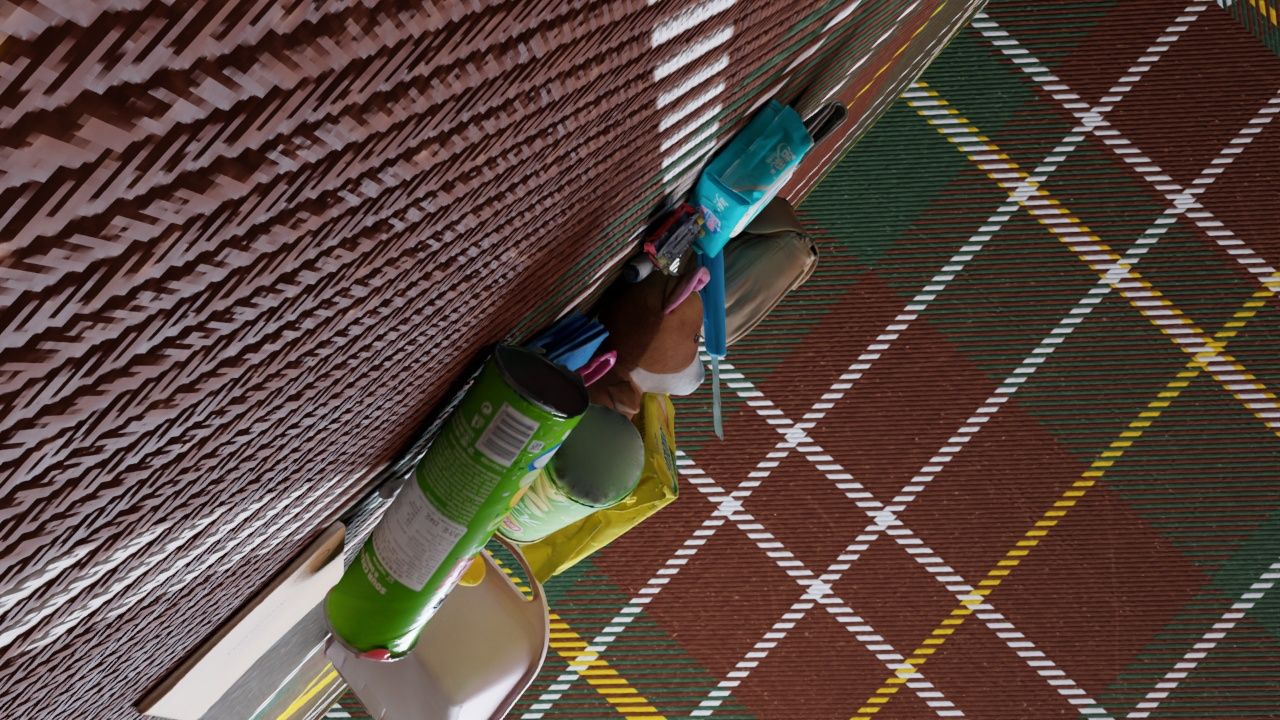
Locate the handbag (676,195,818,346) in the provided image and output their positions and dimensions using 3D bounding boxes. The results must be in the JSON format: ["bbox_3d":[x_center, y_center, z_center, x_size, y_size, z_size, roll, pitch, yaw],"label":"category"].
[{"bbox_3d":[0.099,-0.103,0.934,0.148,0.100,0.204,-39,-164,15],"label":"handbag"}]

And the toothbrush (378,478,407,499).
[{"bbox_3d":[-0.164,0.089,0.692,0.016,0.016,0.180,-51,175,0],"label":"toothbrush"}]

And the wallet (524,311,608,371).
[{"bbox_3d":[-0.089,0.026,0.704,0.133,0.040,0.106,-48,173,30],"label":"wallet"}]

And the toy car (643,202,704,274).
[{"bbox_3d":[0.024,-0.097,0.709,0.049,0.031,0.106,-48,178,3],"label":"toy car"}]

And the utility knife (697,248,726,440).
[{"bbox_3d":[0.065,-0.038,0.821,0.018,0.218,0.034,-2,176,-22],"label":"utility knife"}]

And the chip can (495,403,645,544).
[{"bbox_3d":[-0.064,0.092,0.698,0.072,0.072,0.222,-46,-178,-27],"label":"chip can"}]

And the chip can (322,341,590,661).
[{"bbox_3d":[-0.123,0.095,0.597,0.236,0.072,0.072,-53,175,22],"label":"chip can"}]

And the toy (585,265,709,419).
[{"bbox_3d":[-0.005,0.005,0.810,0.199,0.130,0.140,-62,-161,-5],"label":"toy"}]

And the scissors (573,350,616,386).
[{"bbox_3d":[-0.069,0.034,0.668,0.134,0.017,0.133,-34,165,2],"label":"scissors"}]

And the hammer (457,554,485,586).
[{"bbox_3d":[-0.135,0.114,0.944,0.129,0.033,0.299,-10,-148,41],"label":"hammer"}]

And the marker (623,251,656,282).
[{"bbox_3d":[0.017,-0.095,0.798,0.130,0.018,0.023,-43,150,-59],"label":"marker"}]

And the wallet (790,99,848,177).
[{"bbox_3d":[0.125,-0.188,0.869,0.106,0.037,0.130,-45,-172,-30],"label":"wallet"}]

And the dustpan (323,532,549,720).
[{"bbox_3d":[-0.213,0.314,1.012,0.138,0.222,0.274,-28,158,-42],"label":"dustpan"}]

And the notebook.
[{"bbox_3d":[-0.260,0.185,0.626,0.147,0.008,0.208,-46,177,-28],"label":"notebook"}]

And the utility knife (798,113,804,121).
[{"bbox_3d":[0.149,-0.224,1.009,0.029,0.013,0.176,-45,177,-12],"label":"utility knife"}]

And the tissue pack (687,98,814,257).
[{"bbox_3d":[0.083,-0.144,0.751,0.093,0.050,0.134,-47,178,-16],"label":"tissue pack"}]

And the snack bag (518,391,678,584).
[{"bbox_3d":[-0.031,0.111,0.913,0.158,0.068,0.246,-38,-165,14],"label":"snack bag"}]
